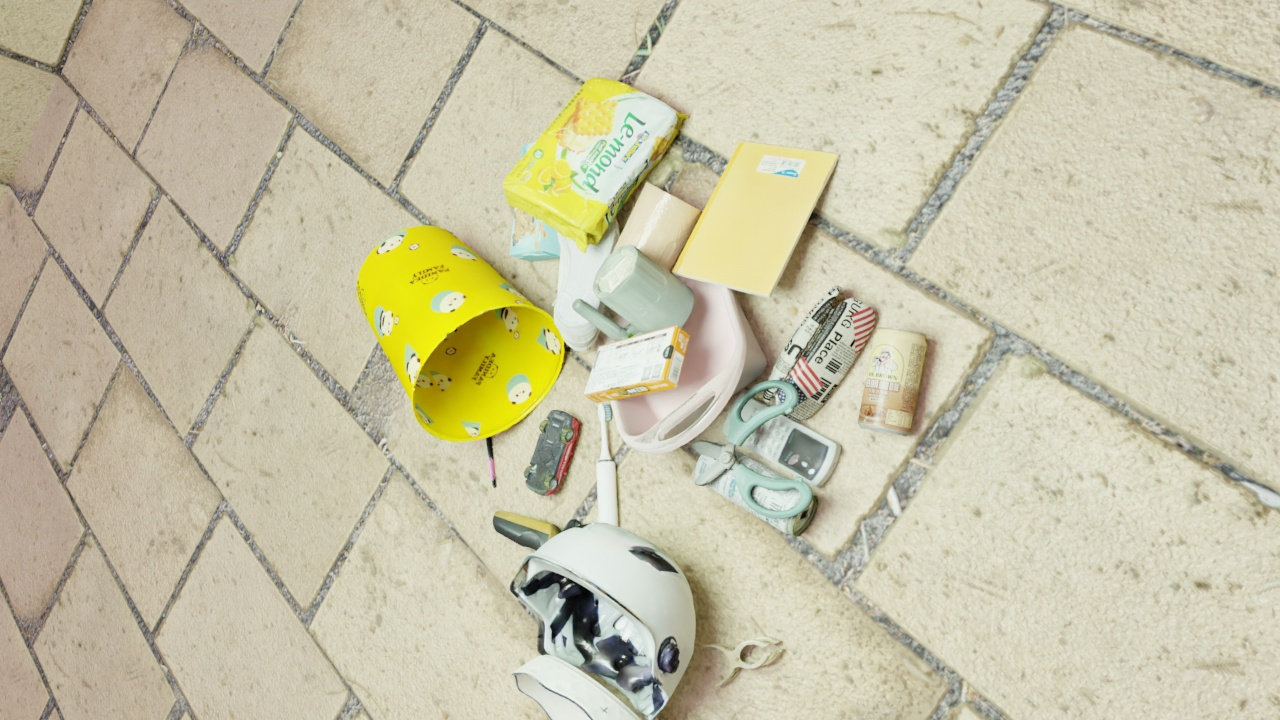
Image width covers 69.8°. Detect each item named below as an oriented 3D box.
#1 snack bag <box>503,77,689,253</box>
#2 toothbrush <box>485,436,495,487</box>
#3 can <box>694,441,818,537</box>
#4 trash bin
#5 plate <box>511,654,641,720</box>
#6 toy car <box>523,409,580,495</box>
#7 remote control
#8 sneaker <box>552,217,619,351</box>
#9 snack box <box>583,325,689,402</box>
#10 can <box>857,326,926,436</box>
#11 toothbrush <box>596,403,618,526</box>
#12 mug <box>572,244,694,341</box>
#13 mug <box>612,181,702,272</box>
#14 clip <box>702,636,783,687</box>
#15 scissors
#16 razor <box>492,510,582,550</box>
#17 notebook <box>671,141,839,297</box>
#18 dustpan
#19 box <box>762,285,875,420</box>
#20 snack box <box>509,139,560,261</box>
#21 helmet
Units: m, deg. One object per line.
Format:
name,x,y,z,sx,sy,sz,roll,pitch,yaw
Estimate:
snack bag,-0.063,-0.275,1.260,0.158,0.068,0.246,31,77,23
toothbrush,-0.227,0.097,1.375,0.018,0.014,0.189,-15,75,18
can,0.137,0.152,1.099,0.147,0.058,0.058,27,97,33
trash bin,-0.272,-0.051,1.312,0.230,0.229,0.255,-54,53,14
plate,-0.065,0.431,1.121,0.205,0.205,0.045,18,56,34
toy car,-0.120,0.130,1.279,0.053,0.045,0.120,20,88,36
remote control,0.168,0.095,1.110,0.150,0.021,0.058,29,98,34
sneaker,-0.073,-0.123,1.279,0.089,0.091,0.241,0,60,6
snack box,-0.007,0.007,1.149,0.154,0.026,0.075,-13,52,47
can,0.282,0.023,1.025,0.059,0.058,0.116,10,87,34
toothbrush,-0.046,0.167,1.236,0.027,0.026,0.221,-19,71,52
mug,-0.011,-0.074,1.156,0.124,0.103,0.083,-35,38,27
mug,0.015,-0.176,1.223,0.103,0.084,0.124,-62,26,10
clip,0.121,0.349,1.095,0.099,0.034,0.066,-27,69,36
scissors,0.137,0.094,1.063,0.170,0.019,0.181,20,94,37
razor,-0.143,0.239,1.278,0.168,0.062,0.067,9,57,39
notebook,0.142,-0.181,1.143,0.146,0.010,0.206,17,74,34
dustpan,0.036,-0.016,1.145,0.223,0.138,0.273,-43,62,21
box,0.213,-0.003,1.080,0.087,0.076,0.163,36,101,10
snack box,-0.142,-0.234,1.342,0.074,0.051,0.174,-1,82,48
helmet,-0.025,0.287,1.100,0.229,0.145,0.259,18,135,34
